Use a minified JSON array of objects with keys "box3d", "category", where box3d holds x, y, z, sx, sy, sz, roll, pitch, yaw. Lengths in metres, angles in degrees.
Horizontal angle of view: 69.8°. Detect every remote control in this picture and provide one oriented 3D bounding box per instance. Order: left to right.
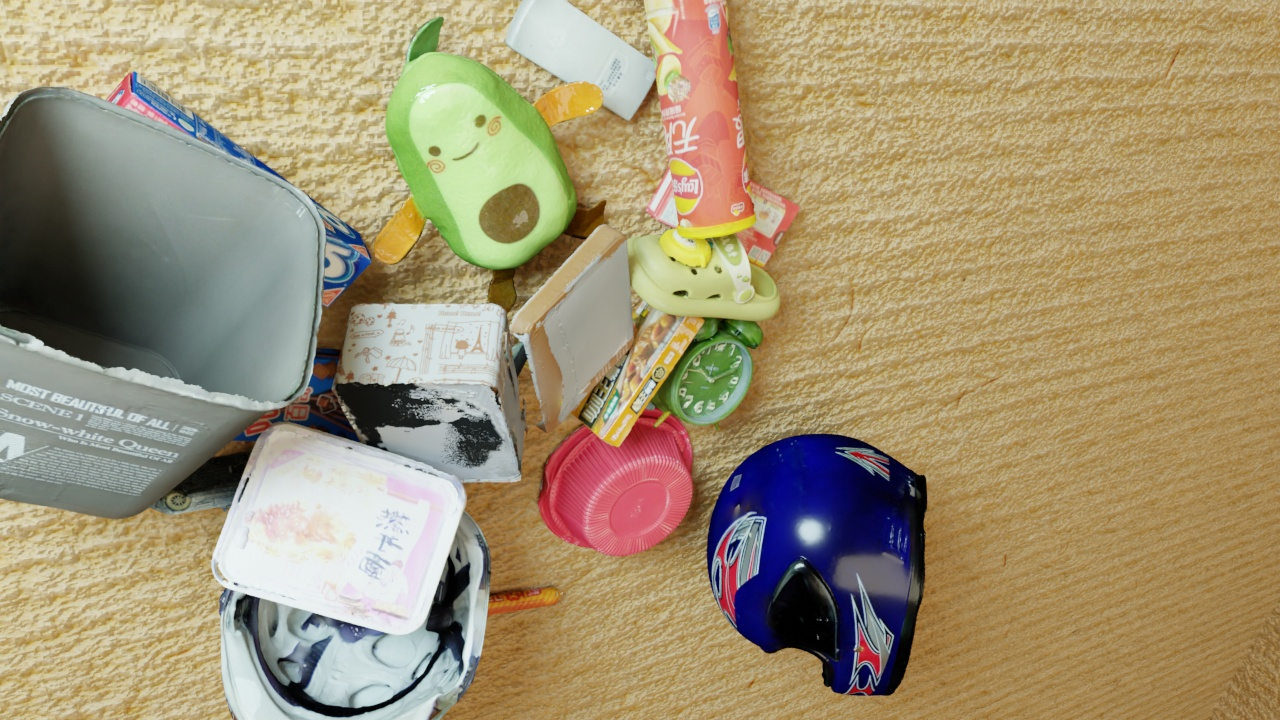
[{"box3d":[-0.047,-0.257,0.771,0.135,0.019,0.056,22,107,-38],"category":"remote control"}]

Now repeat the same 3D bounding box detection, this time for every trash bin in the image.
[{"box3d":[-0.351,-0.015,0.604,0.199,0.198,0.220,23,133,-36],"category":"trash bin"}]

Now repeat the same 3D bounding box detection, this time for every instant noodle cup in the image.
[{"box3d":[-0.245,0.137,0.759,0.173,0.060,0.138,20,80,-12],"category":"instant noodle cup"},{"box3d":[-0.014,0.148,1.018,0.193,0.066,0.194,-14,125,-21],"category":"instant noodle cup"}]

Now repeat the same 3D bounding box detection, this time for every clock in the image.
[{"box3d":[0.069,-0.003,0.969,0.116,0.056,0.161,4,112,-38],"category":"clock"}]

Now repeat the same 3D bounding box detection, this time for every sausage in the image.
[{"box3d":[-0.163,0.277,1.042,0.165,0.021,0.021,-1,119,-30],"category":"sausage"}]

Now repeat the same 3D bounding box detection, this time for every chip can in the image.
[{"box3d":[0.051,-0.217,0.782,0.073,0.073,0.217,-16,108,-21],"category":"chip can"}]

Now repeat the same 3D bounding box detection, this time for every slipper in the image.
[{"box3d":[0.068,-0.092,0.873,0.190,0.091,0.082,8,130,-37],"category":"slipper"}]

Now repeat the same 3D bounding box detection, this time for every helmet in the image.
[{"box3d":[-0.261,0.233,0.853,0.229,0.146,0.258,16,80,-12],"category":"helmet"},{"box3d":[0.198,0.238,1.080,0.240,0.246,0.316,6,117,12],"category":"helmet"}]

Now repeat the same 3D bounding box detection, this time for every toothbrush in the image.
[{"box3d":[-0.129,0.025,0.895,0.014,0.016,0.190,16,116,-35],"category":"toothbrush"}]

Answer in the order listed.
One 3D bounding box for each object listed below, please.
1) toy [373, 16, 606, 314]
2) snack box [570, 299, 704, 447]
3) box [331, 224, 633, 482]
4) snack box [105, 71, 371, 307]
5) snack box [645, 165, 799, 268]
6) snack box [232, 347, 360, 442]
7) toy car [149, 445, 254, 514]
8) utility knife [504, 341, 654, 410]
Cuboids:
[{"box3d":[-0.121,-0.148,0.751,0.227,0.090,0.247,-40,135,-4],"category":"toy"},{"box3d":[-0.005,0.005,0.911,0.026,0.075,0.153,34,91,-39],"category":"snack box"},{"box3d":[-0.115,0.008,0.782,0.272,0.130,0.179,-23,150,-13],"category":"box"},{"box3d":[-0.300,-0.122,0.687,0.058,0.057,0.207,-46,131,6],"category":"snack box"},{"box3d":[0.084,-0.150,0.910,0.152,0.025,0.075,18,109,-37],"category":"snack box"},{"box3d":[-0.310,0.029,0.796,0.157,0.026,0.085,4,116,-32],"category":"snack box"},{"box3d":[-0.364,0.107,0.796,0.120,0.054,0.037,-7,120,-26],"category":"toy car"},{"box3d":[-0.053,0.018,0.942,0.195,0.020,0.031,25,110,-31],"category":"utility knife"}]
